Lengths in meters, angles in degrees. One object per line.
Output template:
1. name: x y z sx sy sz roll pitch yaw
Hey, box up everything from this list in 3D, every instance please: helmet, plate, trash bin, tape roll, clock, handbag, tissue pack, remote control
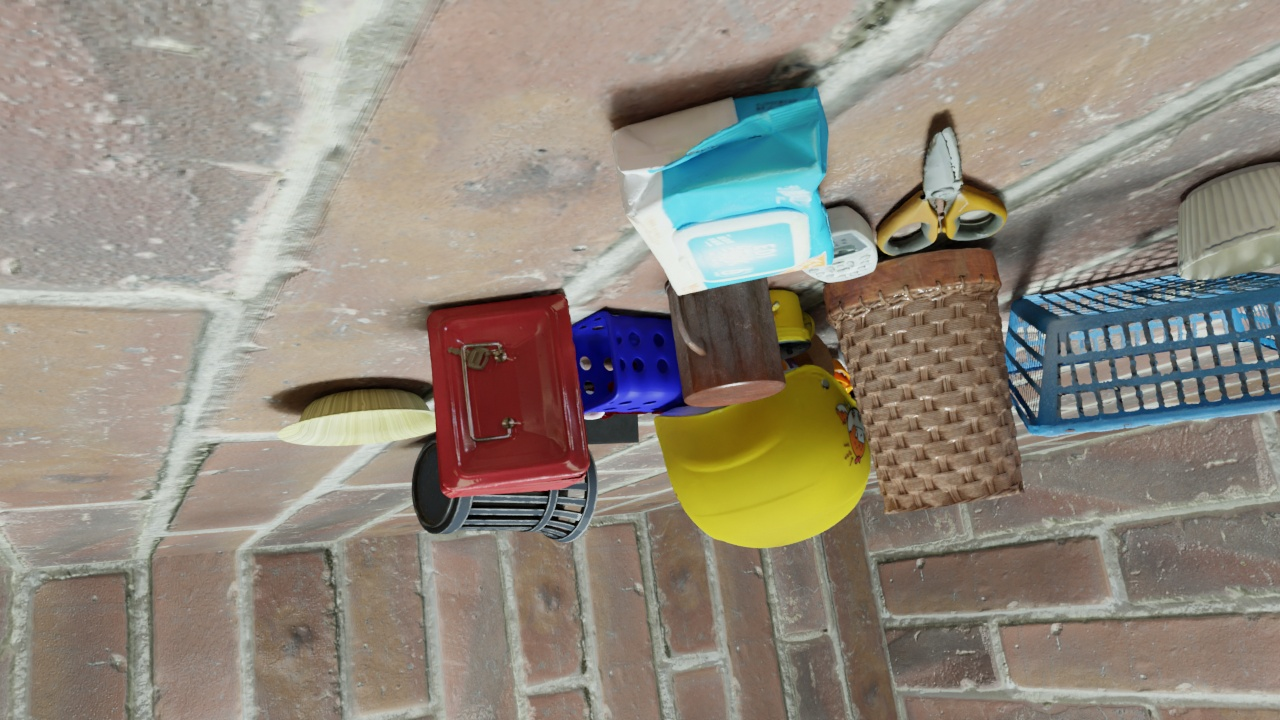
1. helmet: 0.136 0.116 0.908 0.210 0.139 0.239 -21 153 26
2. plate: -0.306 0.059 1.023 0.184 0.036 0.184 -8 166 -2
3. trash bin: 0.253 0.022 0.807 0.151 0.210 0.151 -9 171 -2
4. trash bin: -0.202 0.183 1.341 0.227 0.164 0.165 9 159 -40
5. tape roll: 0.158 0.009 0.971 0.094 0.094 0.027 -2 165 -23
6. clock: 0.121 -0.027 0.879 0.083 0.057 0.118 -14 165 21
7. handbag: -0.129 0.074 1.170 0.175 0.072 0.196 1 174 -33
8. tissue pack: 0.059 -0.094 0.567 0.117 0.066 0.209 -10 168 10
9. remote control: 0.151 -0.087 0.713 0.060 0.028 0.114 -14 165 20

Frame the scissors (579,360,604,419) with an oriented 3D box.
1. scissors: -0.110 0.041 1.001 0.179 0.016 0.101 -16 121 41

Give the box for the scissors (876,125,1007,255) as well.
1. scissors: 0.224 -0.119 0.648 0.114 0.016 0.229 -9 167 10

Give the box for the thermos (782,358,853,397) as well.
1. thermos: 0.180 0.035 1.076 0.092 0.076 0.232 -19 156 40

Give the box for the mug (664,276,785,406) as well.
1. mug: 0.063 -0.022 0.769 0.096 0.110 0.122 -23 161 32

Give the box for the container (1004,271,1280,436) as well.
1. container: 0.465 -0.022 0.835 0.257 0.089 0.361 -9 -176 17

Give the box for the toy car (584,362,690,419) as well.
1. toy car: 0.018 0.029 1.036 0.169 0.061 0.070 2 163 -36

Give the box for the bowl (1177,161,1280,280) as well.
1. bowl: 0.485 -0.113 0.730 0.115 0.062 0.115 -8 166 -2

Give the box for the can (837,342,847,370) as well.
1. can: 0.257 -0.006 1.049 0.054 0.054 0.096 -12 166 16

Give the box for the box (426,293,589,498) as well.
1. box: -0.118 0.036 0.802 0.137 0.157 0.127 -5 170 -6

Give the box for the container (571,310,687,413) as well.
1. container: -0.005 0.005 0.881 0.113 0.085 0.085 2 164 -39
